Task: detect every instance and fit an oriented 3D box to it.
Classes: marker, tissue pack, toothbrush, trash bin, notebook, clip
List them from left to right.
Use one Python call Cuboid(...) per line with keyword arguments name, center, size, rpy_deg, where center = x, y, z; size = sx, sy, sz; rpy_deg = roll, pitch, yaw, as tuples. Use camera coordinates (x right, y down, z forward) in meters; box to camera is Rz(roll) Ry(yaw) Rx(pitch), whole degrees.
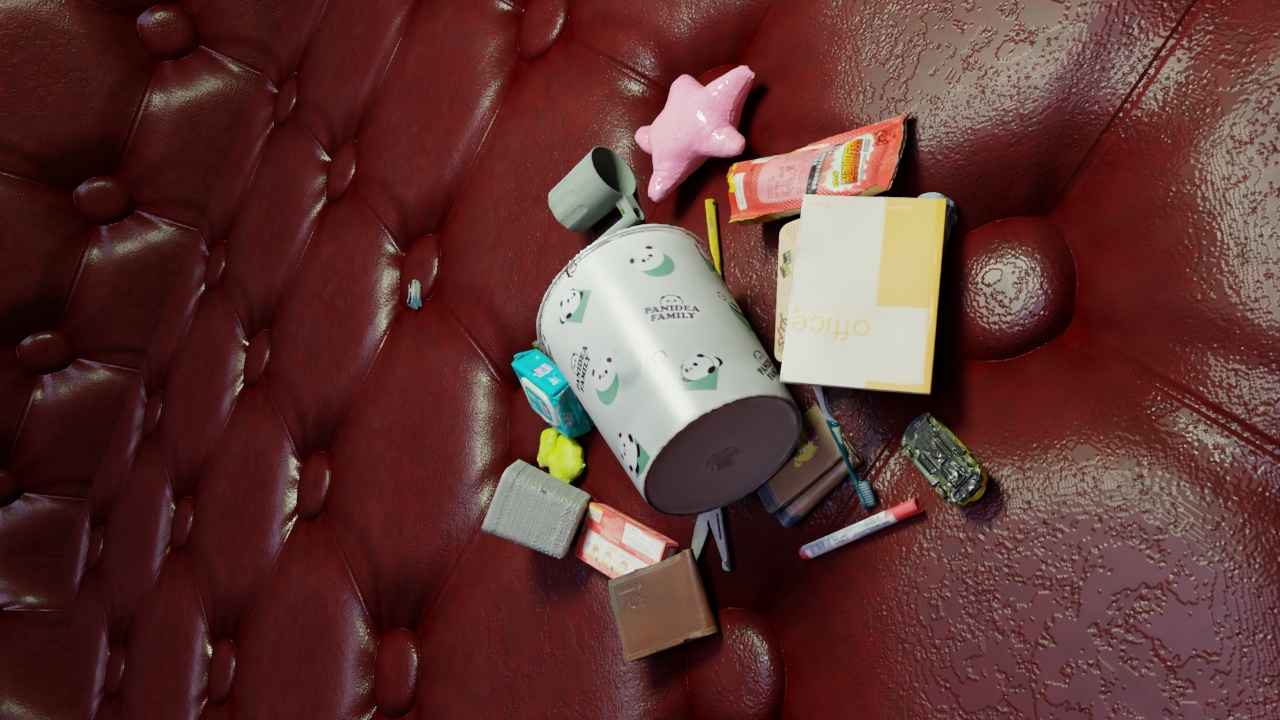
Cuboid(name="clip", center=(-0.414, -0.121, 1.678), size=(0.036, 0.025, 0.057), rpy_deg=(-29, 53, 30))
Cuboid(name="tissue pack", center=(-0.124, 0.045, 1.274), size=(0.050, 0.093, 0.133), rpy_deg=(-35, 40, -19))
Cuboid(name="trash bin", center=(0.035, 0.016, 1.005), size=(0.230, 0.229, 0.251), rpy_deg=(-51, 47, 23))
Cuboid(name="toothbrush", center=(0.099, -0.119, 1.149), size=(0.017, 0.015, 0.190), rpy_deg=(-21, 63, 36))
Cuboid(name="toothbrush", center=(0.199, 0.063, 0.931), size=(0.018, 0.016, 0.191), rpy_deg=(-21, 93, 28))
Cuboid(name="marker", center=(0.222, 0.173, 0.935), size=(0.146, 0.017, 0.017), rpy_deg=(-34, 56, 35))
Cuboid(name="notebook", center=(0.222, -0.070, 0.914), size=(0.146, 0.010, 0.206), rpy_deg=(5, 74, 18))

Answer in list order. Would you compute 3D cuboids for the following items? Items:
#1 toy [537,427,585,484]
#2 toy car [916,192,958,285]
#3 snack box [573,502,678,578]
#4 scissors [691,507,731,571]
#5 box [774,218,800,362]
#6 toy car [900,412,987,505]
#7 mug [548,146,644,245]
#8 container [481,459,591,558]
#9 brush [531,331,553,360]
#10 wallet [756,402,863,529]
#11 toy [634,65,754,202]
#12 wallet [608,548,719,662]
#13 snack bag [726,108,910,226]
Cuboid(name="toy", center=(-0.112, 0.132, 1.284), size=(0.100, 0.031, 0.096), rpy_deg=(2, 78, 47))
Cuboid(name="toy car", center=(0.285, -0.114, 0.941), size=(0.054, 0.036, 0.120), rpy_deg=(15, 87, 48))
Cuboid(name="snack box", center=(-0.021, 0.239, 1.161), size=(0.153, 0.025, 0.075), rpy_deg=(18, 92, 47))
Cuboid(name="scissors", center=(0.087, 0.135, 1.087), size=(0.189, 0.015, 0.226), rpy_deg=(45, 110, 43))
Cuboid(name="box", center=(0.205, -0.070, 0.991), size=(0.092, 0.078, 0.168), rpy_deg=(-15, 61, 44))
Cuboid(name="toy car", center=(0.291, 0.094, 0.876), size=(0.048, 0.032, 0.105), rpy_deg=(-56, 35, 19))
Cuboid(name="mug", center=(-0.061, -0.225, 1.310), size=(0.104, 0.083, 0.124), rpy_deg=(-34, 81, 36))
Cuboid(name="container", center=(-0.134, 0.199, 1.215), size=(0.114, 0.090, 0.090), rpy_deg=(23, 97, 4))
Cuboid(name="brush", center=(-0.092, -0.017, 1.292), size=(0.144, 0.055, 0.073), rpy_deg=(29, 80, 47))
Cuboid(name="wallet", center=(0.175, 0.113, 0.991), size=(0.115, 0.033, 0.090), rpy_deg=(-47, 48, 22))
Cuboid(name="toy", center=(0.072, -0.313, 1.194), size=(0.195, 0.074, 0.178), rpy_deg=(-28, 57, 34))
Cuboid(name="wallet", center=(0.024, 0.286, 1.071), size=(0.125, 0.032, 0.101), rpy_deg=(-27, 68, 25))
Cuboid(name="snack bag", center=(0.197, -0.211, 1.032), size=(0.208, 0.073, 0.128), rpy_deg=(-6, 45, 44))
